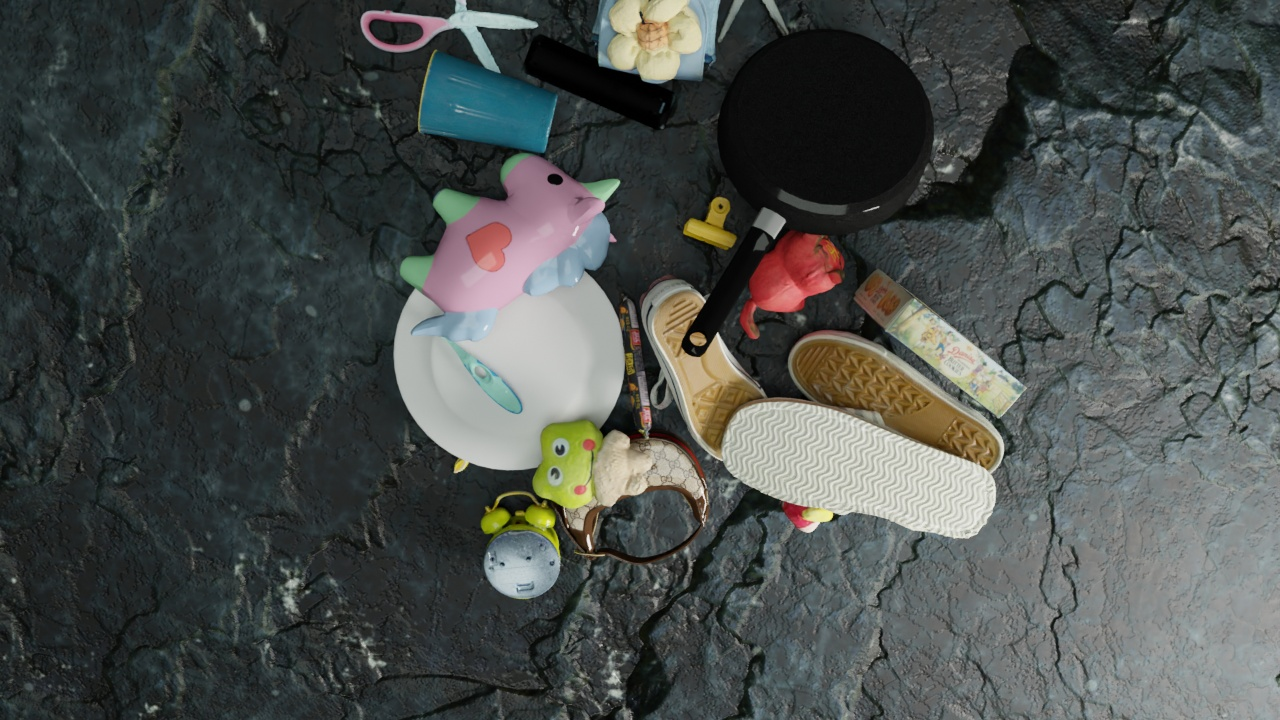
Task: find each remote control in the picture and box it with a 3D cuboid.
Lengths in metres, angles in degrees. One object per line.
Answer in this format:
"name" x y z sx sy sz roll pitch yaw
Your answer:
"remote control" -0.040 -0.273 0.902 0.152 0.020 0.041 22 101 -5

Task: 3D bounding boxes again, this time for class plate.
"plate" -0.137 -0.001 0.959 0.242 0.016 0.242 0 99 -1

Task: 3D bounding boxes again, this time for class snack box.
"snack box" 0.291 -0.020 0.909 0.145 0.144 0.043 37 103 -10

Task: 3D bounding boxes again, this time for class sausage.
"sausage" -0.006 0.006 0.950 0.020 0.020 0.155 -8 83 0

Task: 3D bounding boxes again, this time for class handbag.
"handbag" -0.010 0.151 0.980 0.166 0.063 0.138 -17 93 6
"handbag" 0.022 -0.353 0.834 0.122 0.118 0.192 12 109 3

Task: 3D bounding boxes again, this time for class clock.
"clock" -0.129 0.199 0.998 0.083 0.057 0.119 -6 104 1

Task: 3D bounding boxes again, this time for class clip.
"clip" 0.075 -0.140 0.934 0.054 0.045 0.048 21 127 -5

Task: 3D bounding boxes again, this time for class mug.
"mug" -0.145 -0.243 0.883 0.121 0.078 0.078 13 103 -10

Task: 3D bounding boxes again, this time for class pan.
"pan" 0.137 -0.157 0.852 0.204 0.044 0.355 31 78 6

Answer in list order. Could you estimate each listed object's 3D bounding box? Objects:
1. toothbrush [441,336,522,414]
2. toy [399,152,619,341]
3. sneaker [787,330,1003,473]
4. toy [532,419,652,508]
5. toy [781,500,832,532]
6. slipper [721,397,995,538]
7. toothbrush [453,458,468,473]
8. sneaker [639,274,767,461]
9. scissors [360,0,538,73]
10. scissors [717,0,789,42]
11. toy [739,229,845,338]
"toothbrush" -0.170 0.006 0.941 0.022 0.017 0.135 -44 97 -1
"toy" -0.126 -0.102 0.891 0.171 0.120 0.222 24 82 8
"sneaker" 0.268 0.036 0.961 0.235 0.079 0.088 30 110 10
"toy" -0.048 0.108 0.927 0.118 0.043 0.092 10 89 9
"toy" 0.208 0.121 0.986 0.137 0.067 0.105 -37 104 0
"slipper" 0.216 0.107 0.921 0.273 0.054 0.114 15 104 5
"toothbrush" -0.161 0.069 0.986 0.021 0.016 0.135 37 101 -5
"sneaker" 0.059 0.007 0.942 0.118 0.088 0.241 -34 124 -6
"scissors" -0.183 -0.350 0.884 0.170 0.014 0.169 4 104 -2
"scissors" 0.115 -0.389 0.881 0.141 0.014 0.175 38 99 -7
"toy" 0.145 -0.080 0.917 0.088 0.094 0.133 42 100 -12
